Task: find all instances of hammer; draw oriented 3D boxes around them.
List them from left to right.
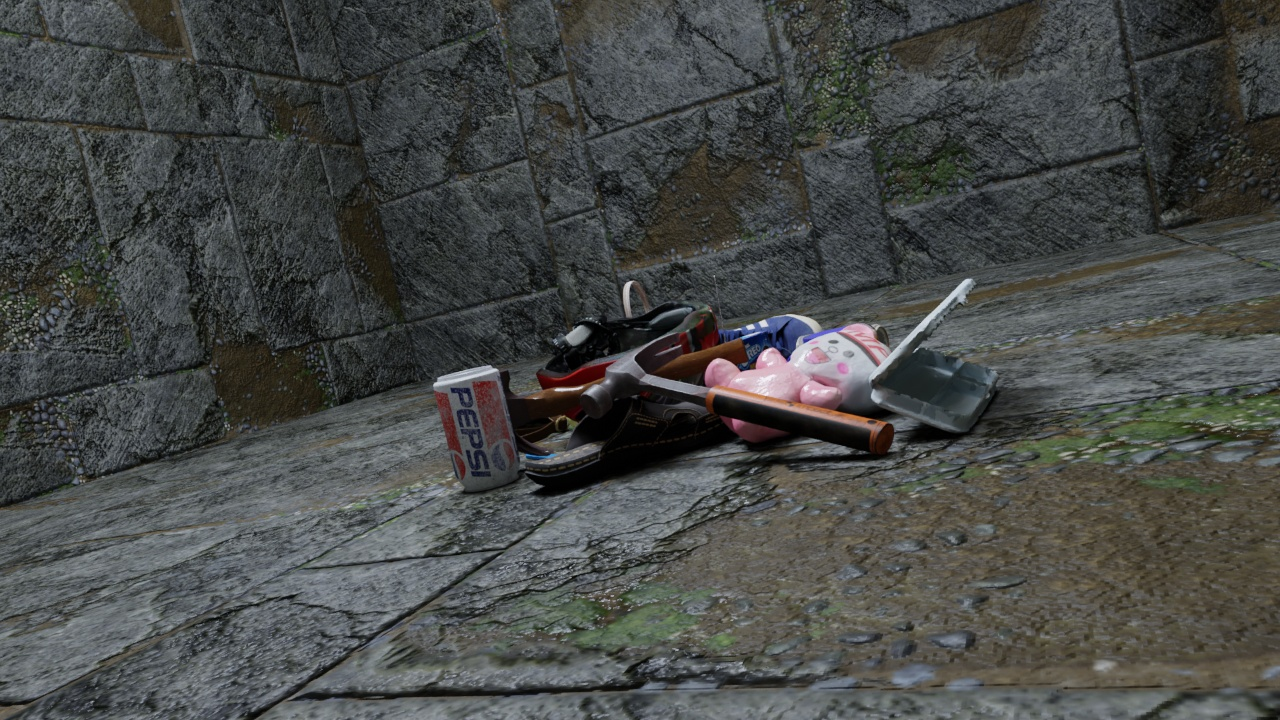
[{"bbox_3d":[-0.031,0.032,1.095,0.323,0.115,0.033,-16,5,13],"label":"hammer"},{"bbox_3d":[0.099,0.036,0.894,0.315,0.035,0.137,12,39,39],"label":"hammer"}]

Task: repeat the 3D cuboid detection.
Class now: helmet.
[{"bbox_3d":[-0.007,0.007,1.229,0.273,0.167,0.216,-18,15,41],"label":"helmet"}]

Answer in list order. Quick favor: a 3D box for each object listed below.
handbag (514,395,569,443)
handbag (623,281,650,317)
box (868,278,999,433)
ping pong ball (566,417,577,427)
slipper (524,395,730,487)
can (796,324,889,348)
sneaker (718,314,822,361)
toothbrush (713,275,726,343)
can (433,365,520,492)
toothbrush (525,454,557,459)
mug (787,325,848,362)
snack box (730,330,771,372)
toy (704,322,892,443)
[{"bbox_3d":[-0.189,0.101,1.387,0.166,0.063,0.138,-12,20,-29],"label":"handbag"},{"bbox_3d":[0.005,-0.032,1.498,0.062,0.198,0.175,-11,5,21],"label":"handbag"},{"bbox_3d":[0.293,-0.021,0.881,0.107,0.125,0.215,16,18,23],"label":"box"},{"bbox_3d":[-0.090,0.082,1.369,0.040,0.040,0.040,-13,5,1],"label":"ping pong ball"},{"bbox_3d":[-0.006,0.073,1.018,0.267,0.076,0.113,-15,6,-26],"label":"slipper"},{"bbox_3d":[0.313,-0.021,1.422,0.136,0.054,0.054,-9,6,40],"label":"can"},{"bbox_3d":[0.175,-0.028,1.538,0.234,0.091,0.118,-12,-12,38],"label":"sneaker"},{"bbox_3d":[0.110,-0.016,1.126,0.010,0.181,0.010,-9,11,8],"label":"toothbrush"},{"bbox_3d":[-0.191,0.079,1.078,0.078,0.136,0.078,-13,5,1],"label":"can"},{"bbox_3d":[-0.109,0.118,1.150,0.016,0.014,0.167,-16,5,-30],"label":"toothbrush"},{"bbox_3d":[0.229,0.008,1.111,0.111,0.083,0.079,-10,6,33],"label":"mug"},{"bbox_3d":[0.154,0.007,1.344,0.027,0.082,0.149,-11,5,33],"label":"snack box"},{"bbox_3d":[0.187,0.025,0.991,0.213,0.084,0.142,-19,31,-13],"label":"toy"}]
